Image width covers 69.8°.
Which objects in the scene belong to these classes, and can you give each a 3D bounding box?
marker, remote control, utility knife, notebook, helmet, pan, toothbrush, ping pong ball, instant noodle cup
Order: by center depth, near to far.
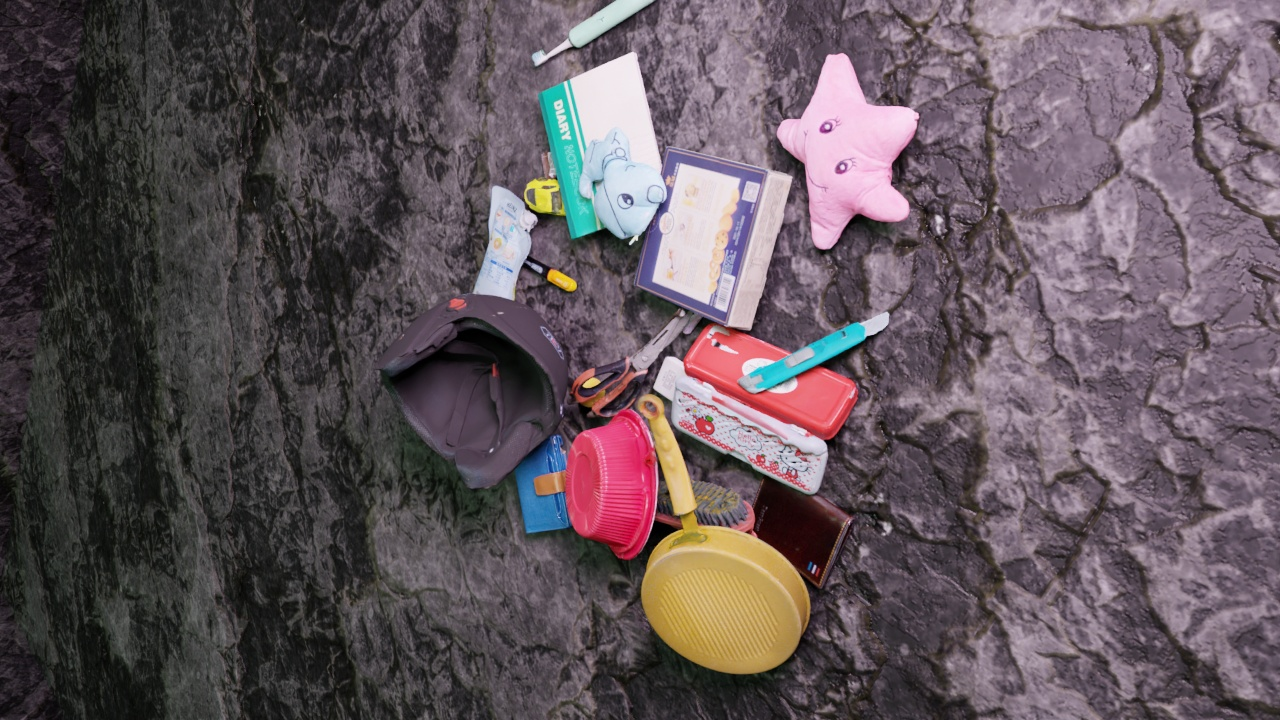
[{"bbox_3d":[0.189,-0.009,1.004,0.180,0.013,0.029,-27,61,11],"label":"utility knife"},{"bbox_3d":[0.068,0.205,1.053,0.198,0.078,0.357,-15,112,29],"label":"pan"},{"bbox_3d":[0.102,-0.104,1.109,0.021,0.029,0.190,30,118,-6],"label":"toothbrush"},{"bbox_3d":[0.071,0.044,1.140,0.125,0.024,0.049,33,111,34],"label":"remote control"},{"bbox_3d":[-0.046,0.158,1.169,0.194,0.065,0.194,-178,90,-66],"label":"instant noodle cup"},{"bbox_3d":[-0.050,-0.280,1.205,0.151,0.012,0.209,-16,83,24],"label":"notebook"},{"bbox_3d":[-0.065,-0.443,1.223,0.225,0.026,0.027,-17,103,39],"label":"toothbrush"},{"bbox_3d":[-0.212,0.019,1.244,0.275,0.229,0.233,-17,118,28],"label":"helmet"},{"bbox_3d":[-0.068,0.043,1.244,0.040,0.040,0.040,3,94,39],"label":"ping pong ball"},{"bbox_3d":[-0.136,-0.127,1.307,0.124,0.015,0.018,31,106,36],"label":"marker"}]

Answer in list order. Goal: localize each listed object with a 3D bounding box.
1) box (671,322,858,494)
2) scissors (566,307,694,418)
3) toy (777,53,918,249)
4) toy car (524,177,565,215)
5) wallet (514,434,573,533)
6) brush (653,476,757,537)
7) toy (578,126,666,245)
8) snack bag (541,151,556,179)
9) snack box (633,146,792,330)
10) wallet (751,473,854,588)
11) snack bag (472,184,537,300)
[{"bbox_3d":[0.133,0.053,1.050,0.201,0.073,0.155,26,100,27],"label":"box"},{"bbox_3d":[-0.016,0.001,1.161,0.207,0.192,0.015,86,177,-48],"label":"scissors"},{"bbox_3d":[0.221,-0.228,0.964,0.179,0.074,0.194,-23,80,53],"label":"toy"},{"bbox_3d":[-0.115,-0.222,1.261,0.105,0.032,0.048,13,121,31],"label":"toy car"},{"bbox_3d":[-0.140,0.179,1.315,0.107,0.040,0.133,-17,83,43],"label":"wallet"},{"bbox_3d":[0.079,0.186,1.116,0.146,0.063,0.069,7,131,44],"label":"brush"},{"bbox_3d":[-0.026,-0.215,1.143,0.162,0.049,0.156,-12,82,49],"label":"toy"},{"bbox_3d":[-0.095,-0.277,1.256,0.104,0.026,0.048,-14,84,40],"label":"snack bag"},{"bbox_3d":[0.080,-0.148,1.087,0.183,0.045,0.178,29,110,47],"label":"snack box"},{"bbox_3d":[0.180,0.191,1.063,0.122,0.020,0.096,33,113,36],"label":"wallet"},{"bbox_3d":[-0.203,-0.149,1.338,0.110,0.038,0.191,44,124,45],"label":"snack bag"}]
